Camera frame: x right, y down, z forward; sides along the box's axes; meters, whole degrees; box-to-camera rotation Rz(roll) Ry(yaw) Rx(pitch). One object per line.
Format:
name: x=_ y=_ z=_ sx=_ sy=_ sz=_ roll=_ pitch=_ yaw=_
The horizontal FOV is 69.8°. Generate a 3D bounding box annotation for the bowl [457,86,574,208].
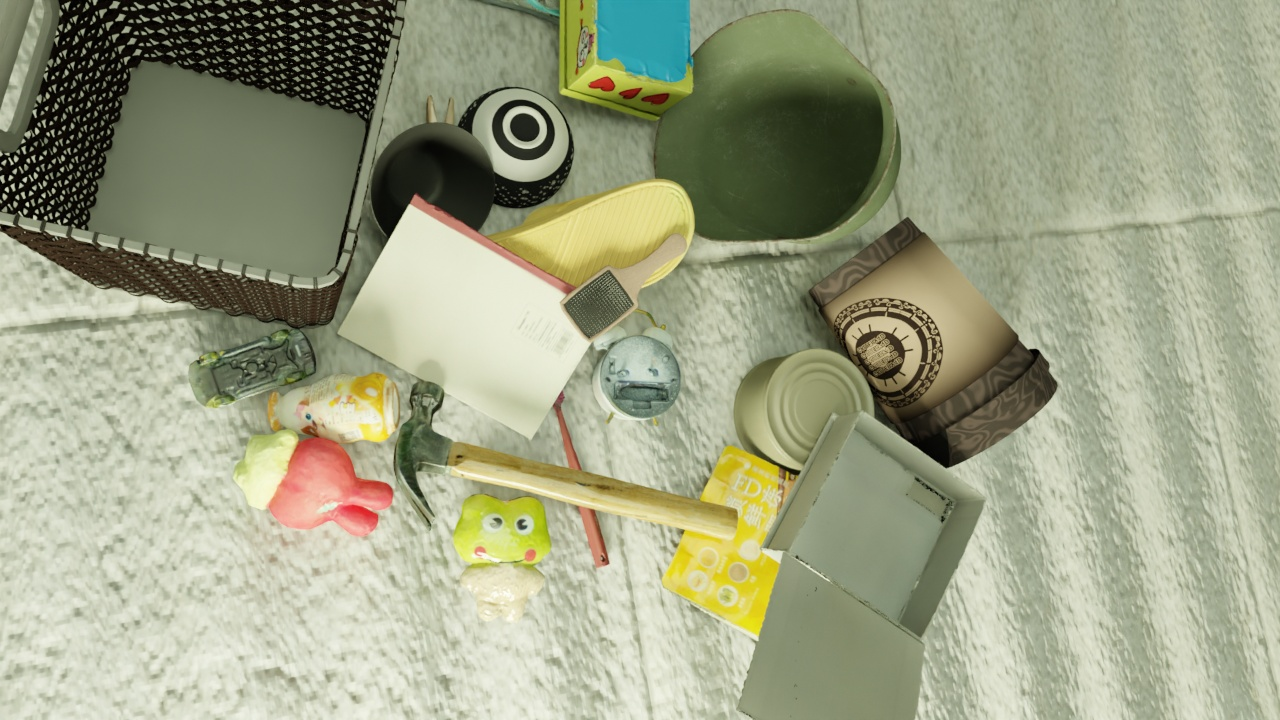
bowl: x=-0.120 y=-0.217 z=0.905 sx=0.120 sy=0.066 sz=0.120 roll=3 pitch=81 yaw=-18

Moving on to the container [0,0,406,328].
container: x=-0.338 y=-0.170 z=0.733 sx=0.245 sy=0.244 sz=0.247 roll=12 pitch=78 yaw=-16

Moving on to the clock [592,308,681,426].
clock: x=-0.005 y=0.005 z=0.913 sx=0.083 sy=0.057 sz=0.117 roll=4 pitch=80 yaw=-17

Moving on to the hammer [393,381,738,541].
hammer: x=-0.065 y=0.119 z=0.858 sx=0.330 sy=0.033 sz=0.132 roll=15 pitch=54 yaw=-12

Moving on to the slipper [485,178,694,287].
slipper: x=-0.075 y=-0.103 z=0.896 sx=0.263 sy=0.078 sz=0.099 roll=-17 pitch=105 yaw=-3

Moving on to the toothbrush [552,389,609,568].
toothbrush: x=-0.062 y=0.110 z=0.899 sx=0.016 sy=0.016 sz=0.190 roll=-15 pitch=86 yaw=-20

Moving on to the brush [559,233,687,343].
brush: x=-0.010 y=-0.074 z=0.859 sx=0.135 sy=0.015 sz=0.050 roll=-38 pitch=101 yaw=-7

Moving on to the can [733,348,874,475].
can: x=0.170 y=0.054 z=0.953 sx=0.127 sy=0.073 sz=0.127 roll=3 pitch=81 yaw=-18

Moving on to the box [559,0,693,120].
box: x=-0.015 y=-0.368 z=0.930 sx=0.124 sy=0.079 sz=0.221 roll=4 pitch=81 yaw=-32

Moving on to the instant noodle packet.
instant noodle packet: x=0.148 y=0.205 z=0.928 sx=0.221 sy=0.084 sz=0.162 roll=29 pitch=74 yaw=-5

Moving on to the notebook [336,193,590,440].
notebook: x=-0.154 y=-0.037 z=0.860 sx=0.208 sy=0.012 sz=0.153 roll=31 pitch=99 yaw=-13

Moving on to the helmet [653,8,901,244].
helmet: x=0.162 y=-0.208 z=0.922 sx=0.153 sy=0.268 sz=0.227 roll=12 pitch=105 yaw=-44

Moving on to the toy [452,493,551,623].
toy: x=-0.129 y=0.184 z=0.852 sx=0.092 sy=0.043 sz=0.117 roll=6 pitch=81 yaw=-18

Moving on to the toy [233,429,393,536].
toy: x=-0.285 y=0.109 z=0.803 sx=0.135 sy=0.045 sz=0.092 roll=23 pitch=109 yaw=-14

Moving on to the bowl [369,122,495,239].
bowl: x=-0.205 y=-0.167 z=0.866 sx=0.123 sy=0.052 sz=0.124 roll=-18 pitch=122 yaw=-31

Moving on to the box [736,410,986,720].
box: x=0.174 y=0.245 z=0.810 sx=0.166 sy=0.109 sz=0.417 roll=34 pitch=59 yaw=-7

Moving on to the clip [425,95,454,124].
clip: x=-0.191 y=-0.232 z=0.909 sx=0.045 sy=0.025 sz=0.061 roll=-8 pitch=91 yaw=-17

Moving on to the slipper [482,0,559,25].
slipper: x=-0.099 y=-0.402 z=0.950 sx=0.268 sy=0.055 sz=0.098 roll=20 pitch=74 yaw=-16

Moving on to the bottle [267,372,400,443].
bottle: x=-0.272 y=0.043 z=0.818 sx=0.109 sy=0.063 sz=0.063 roll=-1 pitch=82 yaw=-6

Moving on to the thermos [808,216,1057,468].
thermos: x=0.296 y=-0.022 z=0.963 sx=0.172 sy=0.173 sz=0.226 roll=-36 pitch=87 yaw=-20

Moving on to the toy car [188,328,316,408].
toy car: x=-0.343 y=0.007 z=0.816 sx=0.105 sy=0.033 sz=0.048 roll=-20 pitch=90 yaw=-15
